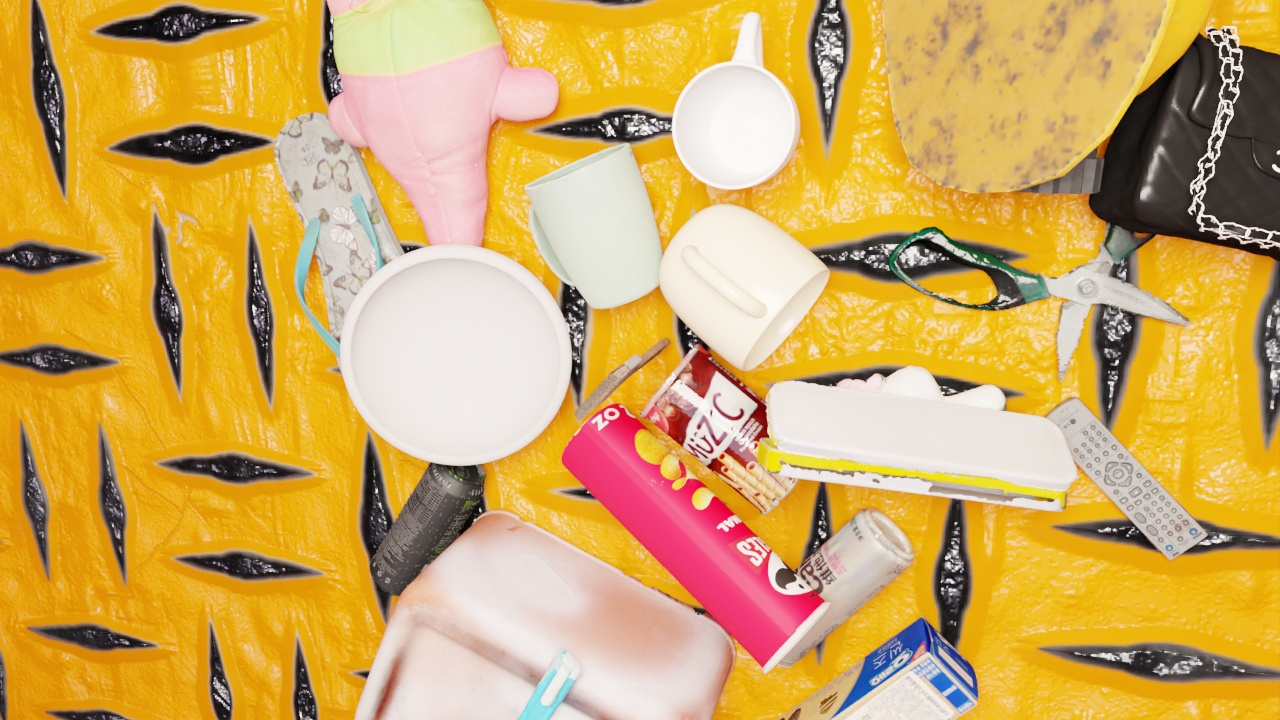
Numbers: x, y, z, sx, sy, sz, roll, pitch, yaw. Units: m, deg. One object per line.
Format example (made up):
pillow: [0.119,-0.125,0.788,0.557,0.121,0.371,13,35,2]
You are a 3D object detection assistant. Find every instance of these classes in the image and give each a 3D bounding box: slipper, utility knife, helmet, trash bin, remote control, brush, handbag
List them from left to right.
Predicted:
slipper: [-0.240,-0.075,0.764,0.098,0.054,0.269,-14,97,16]
utility knife: [-0.092,0.275,0.652,0.022,0.015,0.177,34,108,7]
trash bin: [-0.075,0.268,0.738,0.260,0.157,0.182,26,108,8]
brush: [-0.004,0.004,0.665,0.008,0.142,0.045,45,118,4]
helmet: [0.256,-0.229,0.538,0.131,0.205,0.255,-7,108,-26]
remote control: [0.342,0.083,0.653,0.136,0.013,0.033,47,109,2]
handbag: [0.370,-0.127,0.538,0.154,0.114,0.125,12,99,2]

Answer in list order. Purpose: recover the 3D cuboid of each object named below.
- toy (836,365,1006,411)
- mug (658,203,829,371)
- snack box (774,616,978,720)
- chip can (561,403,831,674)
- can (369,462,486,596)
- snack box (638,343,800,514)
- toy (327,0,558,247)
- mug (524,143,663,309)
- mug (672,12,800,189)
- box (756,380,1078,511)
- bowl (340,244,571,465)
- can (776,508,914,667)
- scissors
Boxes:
toy: [0.201,0.042,0.671,0.122,0.038,0.079,15,103,3]
mug: [0.062,-0.059,0.646,0.100,0.120,0.096,41,105,15]
snack box: [0.166,0.290,0.728,0.056,0.057,0.207,46,109,-1]
chip can: [0.037,0.128,0.692,0.220,0.069,0.069,43,110,20]
can: [-0.184,0.143,0.795,0.054,0.053,0.138,36,109,6]
snack box: [0.067,0.052,0.694,0.121,0.072,0.072,40,109,4]
toy: [-0.156,-0.187,0.700,0.192,0.096,0.237,-2,115,13]
mug: [-0.038,-0.096,0.694,0.111,0.083,0.104,-4,115,44]
mug: [0.073,-0.177,0.633,0.081,0.087,0.114,9,104,14]
box: [0.186,0.065,0.624,0.210,0.067,0.070,8,113,-2]
bowl: [-0.143,-0.009,0.732,0.176,0.066,0.177,-1,107,-3]
can: [0.146,0.175,0.708,0.054,0.054,0.136,44,110,3]
scissors: [0.289,-0.092,0.630,0.202,0.015,0.204,21,105,11]
